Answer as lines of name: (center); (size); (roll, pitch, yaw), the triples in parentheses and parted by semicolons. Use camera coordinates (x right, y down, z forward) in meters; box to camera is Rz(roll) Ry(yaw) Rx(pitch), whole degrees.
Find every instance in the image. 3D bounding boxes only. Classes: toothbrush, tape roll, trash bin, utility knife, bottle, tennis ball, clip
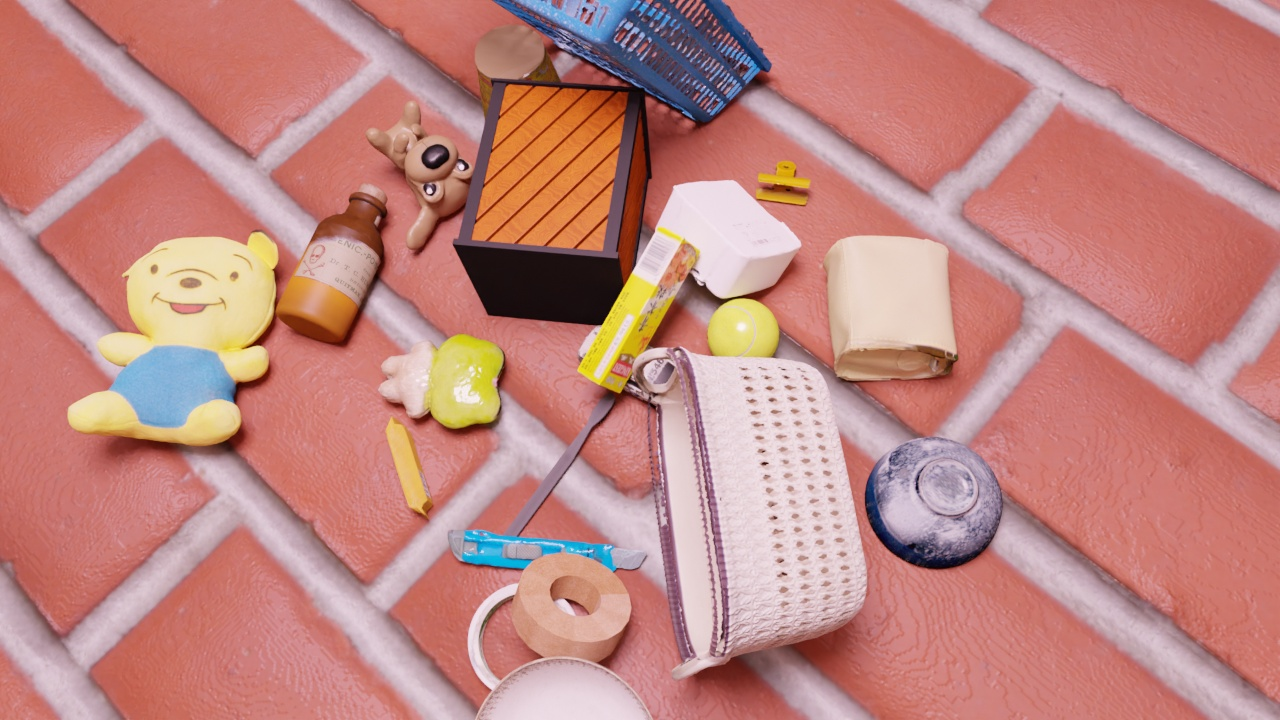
toothbrush: (-0.073, 0.097, 0.824); (0.013, 0.013, 0.167); (33, 75, 15)
tape roll: (-0.096, 0.234, 0.767); (0.094, 0.018, 0.093); (-1, 68, 3)
trash bin: (-0.072, -0.143, 0.852); (0.140, 0.140, 0.171); (6, 68, 6)
utility knife: (-0.081, 0.166, 0.793); (0.175, 0.015, 0.031); (3, 86, 1)
bottle: (-0.289, -0.100, 0.889); (0.068, 0.068, 0.156); (15, 70, 10)
tape roll: (-0.056, 0.200, 0.743); (0.094, 0.027, 0.093); (15, 30, -9)
tennis ball: (0.093, -0.023, 0.832); (0.065, 0.065, 0.065); (-1, 68, 3)
clip: (0.143, -0.178, 0.917); (0.054, 0.046, 0.048); (8, 104, 8)

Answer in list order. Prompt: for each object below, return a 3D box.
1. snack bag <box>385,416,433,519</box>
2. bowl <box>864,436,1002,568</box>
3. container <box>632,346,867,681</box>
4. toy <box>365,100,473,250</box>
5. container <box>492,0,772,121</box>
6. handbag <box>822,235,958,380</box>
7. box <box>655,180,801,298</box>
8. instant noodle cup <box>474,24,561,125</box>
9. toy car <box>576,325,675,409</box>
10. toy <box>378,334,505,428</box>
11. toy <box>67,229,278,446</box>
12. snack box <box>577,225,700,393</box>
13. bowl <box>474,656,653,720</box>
snack bag: (-0.209, 0.097, 0.826); (0.020, 0.026, 0.099); (-22, 69, -5)
bowl: (0.250, 0.113, 0.769); (0.114, 0.061, 0.114); (-2, 68, 5)
container: (0.078, 0.113, 0.724); (0.143, 0.185, 0.251); (-3, 69, -10)
toy: (-0.213, -0.194, 0.912); (0.134, 0.106, 0.108); (-41, 82, -16)
container: (-0.041, -0.326, 0.835); (0.257, 0.361, 0.089); (33, 103, 16)
handbag: (0.225, -0.043, 0.827); (0.111, 0.081, 0.119); (2, 66, -3)
box: (0.071, -0.100, 0.861); (0.102, 0.095, 0.107); (-18, 55, -43)
instant noodle cup: (-0.120, -0.274, 0.924); (0.100, 0.112, 0.100); (-2, 67, 4)
toy car: (-0.005, 0.005, 0.842); (0.113, 0.040, 0.048); (27, 71, 15)
toy: (-0.184, 0.019, 0.848); (0.118, 0.043, 0.092); (0, 70, 7)
toy: (-0.423, -0.022, 0.859); (0.149, 0.084, 0.213); (7, 67, -13)
snack box: (-0.001, -0.044, 0.804); (0.029, 0.040, 0.148); (32, 94, 29)
bowl: (-0.054, 0.294, 0.705); (0.145, 0.063, 0.145); (0, 87, 4)
